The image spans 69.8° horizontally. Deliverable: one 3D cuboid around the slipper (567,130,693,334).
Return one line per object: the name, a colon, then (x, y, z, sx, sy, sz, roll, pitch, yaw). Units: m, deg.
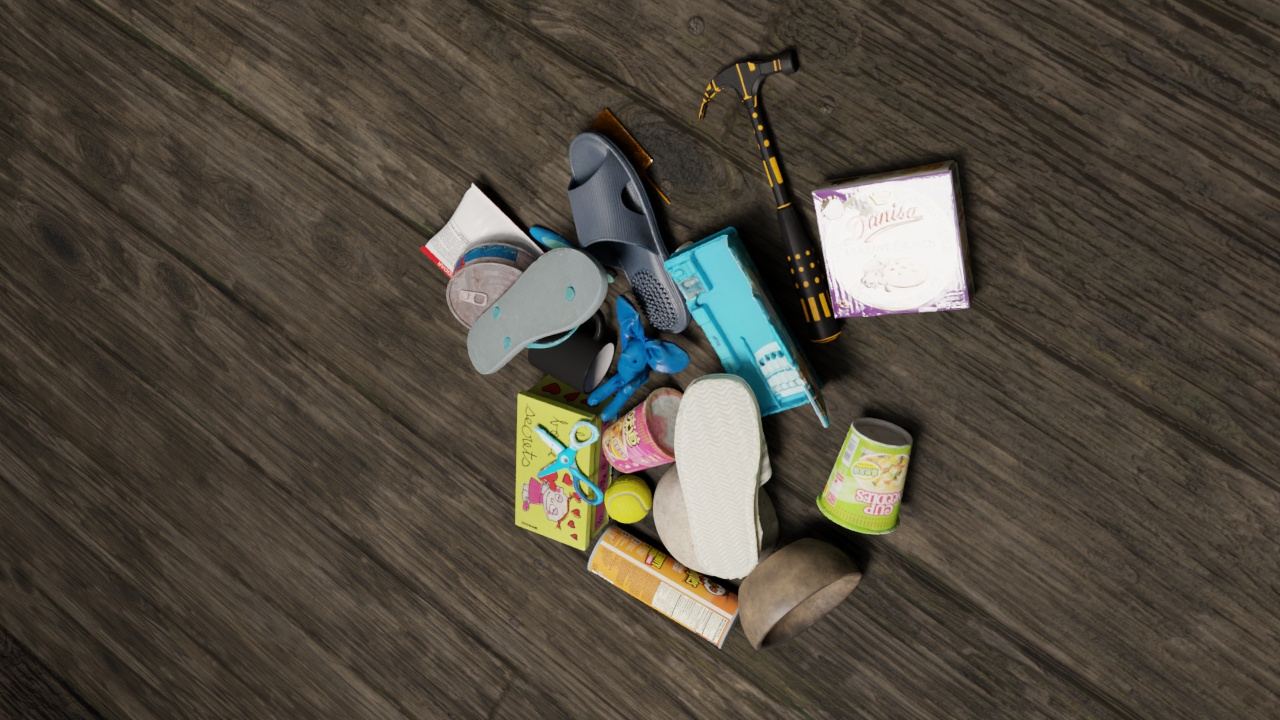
slipper: (-0.030, -0.137, 1.087, 0.101, 0.082, 0.263, -9, 113, 54)

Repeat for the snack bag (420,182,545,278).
snack bag: (-0.214, -0.144, 1.226, 0.131, 0.039, 0.144, 44, 127, -7)

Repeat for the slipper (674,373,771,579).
slipper: (0.101, 0.142, 1.115, 0.114, 0.054, 0.273, 0, 110, 10)

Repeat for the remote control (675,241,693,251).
remote control: (0.091, -0.091, 1.093, 0.125, 0.018, 0.038, 42, 127, 3)

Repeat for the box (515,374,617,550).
box: (-0.105, 0.141, 1.281, 0.124, 0.082, 0.221, 19, 123, 21)

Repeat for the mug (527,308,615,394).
mug: (-0.085, -0.025, 1.191, 0.088, 0.078, 0.114, 28, 116, 16)

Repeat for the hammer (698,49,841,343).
hammer: (0.156, -0.169, 1.009, 0.123, 0.036, 0.321, -11, 105, 34)

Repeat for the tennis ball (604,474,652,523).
tennis ball: (-0.017, 0.191, 1.263, 0.065, 0.065, 0.065, 13, 119, 24)

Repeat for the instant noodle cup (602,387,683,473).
instant noodle cup: (0.010, 0.099, 1.192, 0.109, 0.097, 0.097, -30, 96, 45)

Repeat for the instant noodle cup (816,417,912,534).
instant noodle cup: (0.265, 0.129, 1.059, 0.099, 0.098, 0.108, 20, 114, 20)

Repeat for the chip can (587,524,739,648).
chip can: (0.036, 0.315, 1.288, 0.215, 0.075, 0.075, 27, 124, 16)

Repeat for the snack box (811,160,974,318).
snack box: (0.265, -0.123, 0.961, 0.144, 0.040, 0.148, -4, 112, 31)

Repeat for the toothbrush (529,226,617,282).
toothbrush: (-0.086, -0.137, 1.175, 0.135, 0.017, 0.022, 33, 126, 15)

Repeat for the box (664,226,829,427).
box: (0.137, -0.038, 1.038, 0.227, 0.085, 0.170, 58, 159, -16)

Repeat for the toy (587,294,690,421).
toy: (-0.007, 0.007, 1.150, 0.113, 0.070, 0.177, 44, 133, 18)

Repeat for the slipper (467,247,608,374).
slipper: (-0.125, -0.064, 1.140, 0.270, 0.054, 0.098, -27, 77, 40)

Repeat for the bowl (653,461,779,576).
bowl: (0.086, 0.220, 1.211, 0.179, 0.081, 0.179, 14, 121, 25)

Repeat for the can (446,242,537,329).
can: (-0.185, -0.090, 1.199, 0.130, 0.044, 0.130, 3, 135, 3)

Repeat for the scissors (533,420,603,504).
scissors: (-0.088, 0.135, 1.215, 0.134, 0.011, 0.139, -33, 96, 33)

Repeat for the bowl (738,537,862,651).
bowl: (0.190, 0.285, 1.143, 0.070, 0.161, 0.163, 54, 132, 29)

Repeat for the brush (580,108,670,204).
brush: (-0.013, -0.234, 1.081, 0.126, 0.017, 0.049, 49, 127, 1)
